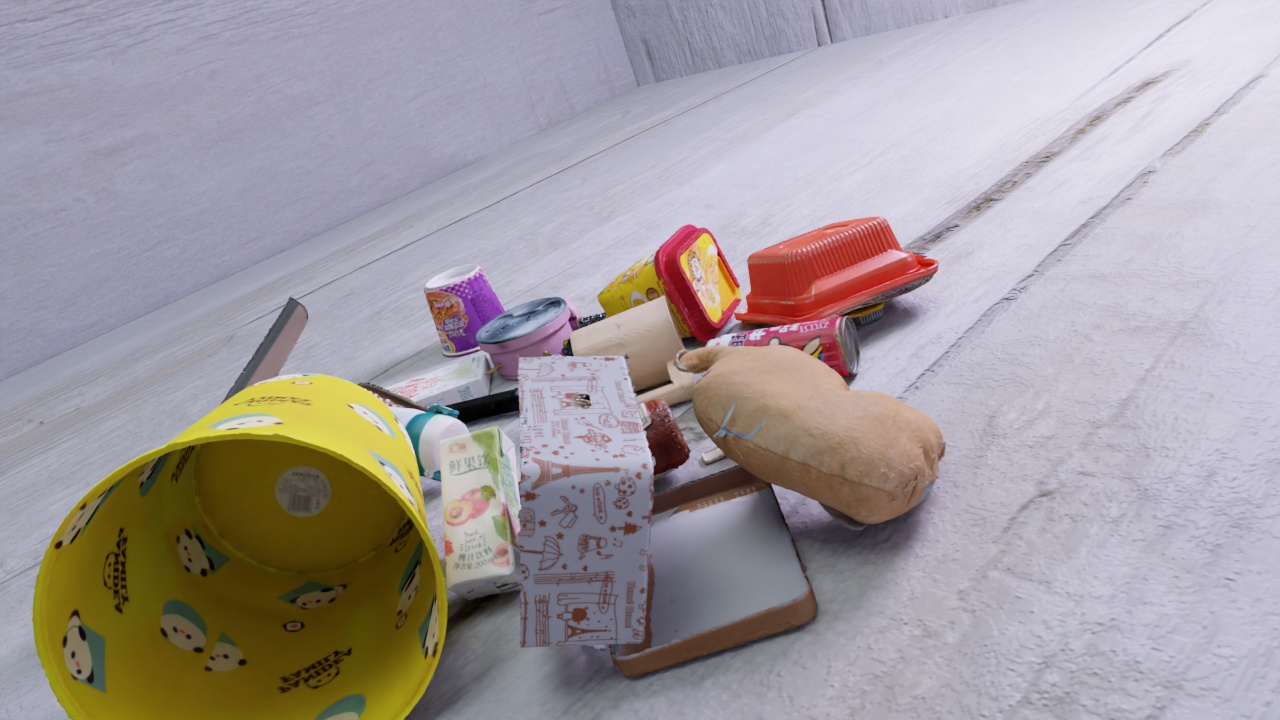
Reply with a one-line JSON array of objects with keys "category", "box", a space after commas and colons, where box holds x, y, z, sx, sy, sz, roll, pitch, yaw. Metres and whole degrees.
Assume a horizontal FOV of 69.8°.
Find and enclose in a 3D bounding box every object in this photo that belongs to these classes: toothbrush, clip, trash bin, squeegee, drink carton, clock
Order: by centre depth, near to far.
[{"category": "trash bin", "box": [-0.256, 0.125, 0.657, 0.229, 0.230, 0.255, -23, 17, -7]}, {"category": "drink carton", "box": [-0.120, 0.116, 0.704, 0.053, 0.045, 0.122, -16, 58, 8]}, {"category": "clip", "box": [0.095, 0.052, 0.759, 0.097, 0.061, 0.034, -12, 22, -6]}, {"category": "squeegee", "box": [-0.307, 0.102, 0.872, 0.250, 0.040, 0.247, 29, 84, 22]}, {"category": "toothbrush", "box": [0.151, -0.017, 0.905, 0.191, 0.018, 0.016, -22, 18, 3]}, {"category": "toothbrush", "box": [-0.221, 0.064, 1.021, 0.213, 0.026, 0.027, -14, -12, 21]}, {"category": "clock", "box": [-0.132, -0.034, 1.127, 0.117, 0.060, 0.158, -15, 24, 16]}]

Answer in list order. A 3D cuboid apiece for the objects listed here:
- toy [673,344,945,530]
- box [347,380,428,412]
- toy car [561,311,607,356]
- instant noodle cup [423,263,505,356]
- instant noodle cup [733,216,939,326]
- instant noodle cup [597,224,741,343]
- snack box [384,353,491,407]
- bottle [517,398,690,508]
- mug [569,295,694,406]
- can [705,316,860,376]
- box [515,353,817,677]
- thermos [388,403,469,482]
[{"category": "toy", "box": [0.100, 0.034, 0.645, 0.226, 0.083, 0.143, 30, 22, 32]}, {"category": "box", "box": [-0.282, 0.066, 1.013, 0.164, 0.075, 0.080, 14, 12, 38]}, {"category": "toy car", "box": [-0.058, -0.028, 1.083, 0.049, 0.031, 0.106, -12, 22, 20]}, {"category": "instant noodle cup", "box": [-0.242, -0.073, 1.262, 0.112, 0.099, 0.111, -19, 22, 8]}, {"category": "instant noodle cup", "box": [0.187, -0.091, 0.938, 0.164, 0.079, 0.189, -22, 10, -15]}, {"category": "instant noodle cup", "box": [0.029, -0.074, 1.027, 0.124, 0.116, 0.115, -19, 19, 36]}, {"category": "snack box", "box": [-0.257, 0.041, 1.101, 0.157, 0.027, 0.084, -19, 22, 1]}, {"category": "bottle", "box": [-0.060, 0.100, 0.752, 0.206, 0.060, 0.059, -27, 22, 0]}, {"category": "mug", "box": [-0.005, 0.005, 0.916, 0.103, 0.084, 0.124, -20, 48, 5]}, {"category": "can", "box": [0.128, -0.005, 0.838, 0.133, 0.053, 0.053, -8, 24, 27]}, {"category": "box", "box": [0.015, 0.096, 0.607, 0.192, 0.156, 0.183, -2, 24, -6]}, {"category": "thermos", "box": [-0.271, 0.074, 0.915, 0.225, 0.073, 0.073, 3, 30, 29]}]
